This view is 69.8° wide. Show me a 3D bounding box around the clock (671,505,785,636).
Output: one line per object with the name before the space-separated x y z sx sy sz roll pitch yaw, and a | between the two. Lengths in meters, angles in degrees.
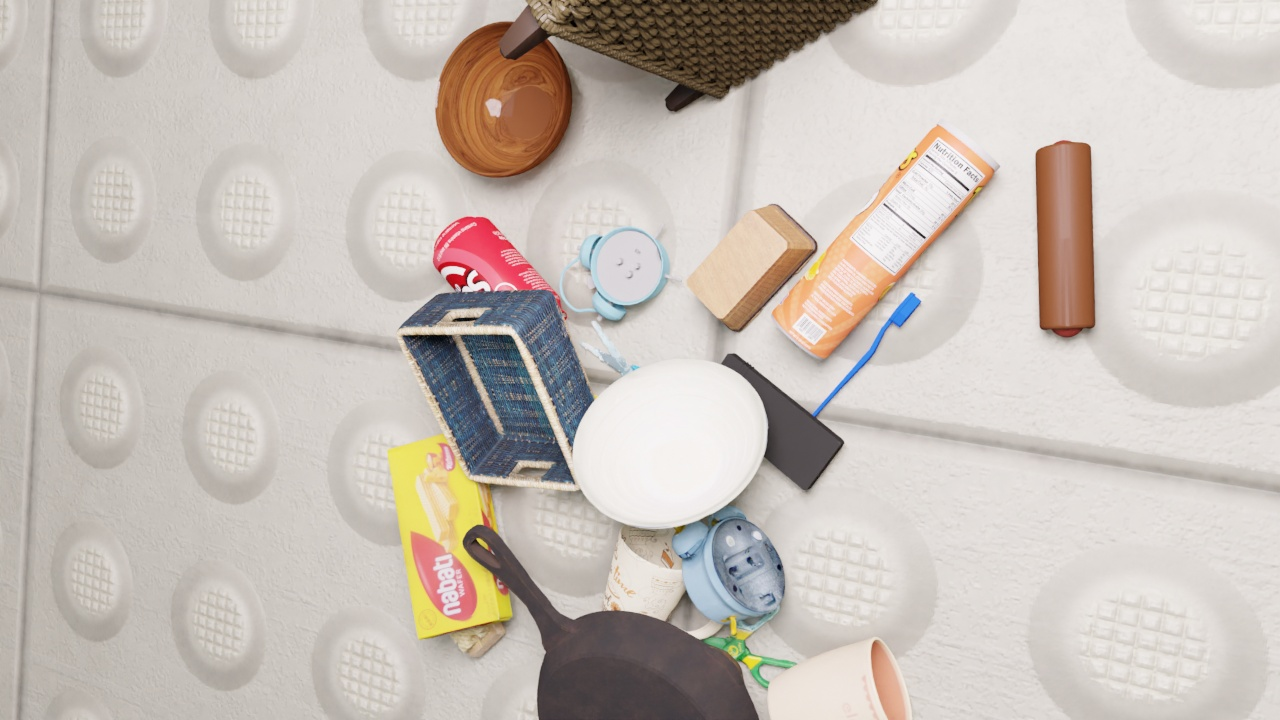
clock | 0.076 0.178 0.825 0.052 0.088 0.124 -38 73 39

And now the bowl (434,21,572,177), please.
bowl | -0.123 -0.250 0.907 0.147 0.068 0.147 1 91 24

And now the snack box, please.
snack box | -0.198 0.177 0.948 0.092 0.042 0.200 -15 76 10

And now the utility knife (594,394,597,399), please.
utility knife | -0.116 0.018 0.939 0.171 0.028 0.020 22 95 24

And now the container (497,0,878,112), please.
container | 0.016 -0.326 0.714 0.205 0.320 0.176 -32 79 29

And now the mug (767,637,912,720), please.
mug | 0.176 0.305 0.796 0.104 0.085 0.111 -24 112 25

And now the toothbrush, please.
toothbrush | 0.183 0.017 0.811 0.011 0.016 0.187 42 110 17

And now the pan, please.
pan | -0.046 0.295 0.855 0.356 0.043 0.249 47 123 2

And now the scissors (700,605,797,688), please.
scissors | 0.089 0.264 0.864 0.129 0.012 0.119 7 94 23

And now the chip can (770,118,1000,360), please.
chip can | 0.201 -0.098 0.770 0.062 0.062 0.211 45 109 16

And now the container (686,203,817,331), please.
container | 0.094 -0.083 0.819 0.063 0.061 0.114 47 109 15

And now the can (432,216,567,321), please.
can | -0.142 -0.076 0.920 0.142 0.074 0.074 47 109 16

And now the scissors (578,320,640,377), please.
scissors | -0.020 0.019 0.903 0.135 0.015 0.086 31 106 22

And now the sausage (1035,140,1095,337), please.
sausage | 0.335 -0.096 0.723 0.040 0.040 0.155 -1 90 24

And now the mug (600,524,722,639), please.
mug | 0.022 0.222 0.867 0.122 0.081 0.097 22 109 6

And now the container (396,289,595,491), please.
container | -0.125 0.028 0.868 0.145 0.071 0.187 1 126 30

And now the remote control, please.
remote control | 0.117 0.054 0.835 0.133 0.013 0.058 41 111 22

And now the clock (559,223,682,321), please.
clock | -0.026 -0.084 0.885 0.123 0.042 0.087 -18 85 22

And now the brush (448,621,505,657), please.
brush | -0.197 0.259 0.979 0.049 0.039 0.117 -44 71 20

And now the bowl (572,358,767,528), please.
bowl | 0.031 0.084 0.823 0.177 0.058 0.176 -10 49 12
